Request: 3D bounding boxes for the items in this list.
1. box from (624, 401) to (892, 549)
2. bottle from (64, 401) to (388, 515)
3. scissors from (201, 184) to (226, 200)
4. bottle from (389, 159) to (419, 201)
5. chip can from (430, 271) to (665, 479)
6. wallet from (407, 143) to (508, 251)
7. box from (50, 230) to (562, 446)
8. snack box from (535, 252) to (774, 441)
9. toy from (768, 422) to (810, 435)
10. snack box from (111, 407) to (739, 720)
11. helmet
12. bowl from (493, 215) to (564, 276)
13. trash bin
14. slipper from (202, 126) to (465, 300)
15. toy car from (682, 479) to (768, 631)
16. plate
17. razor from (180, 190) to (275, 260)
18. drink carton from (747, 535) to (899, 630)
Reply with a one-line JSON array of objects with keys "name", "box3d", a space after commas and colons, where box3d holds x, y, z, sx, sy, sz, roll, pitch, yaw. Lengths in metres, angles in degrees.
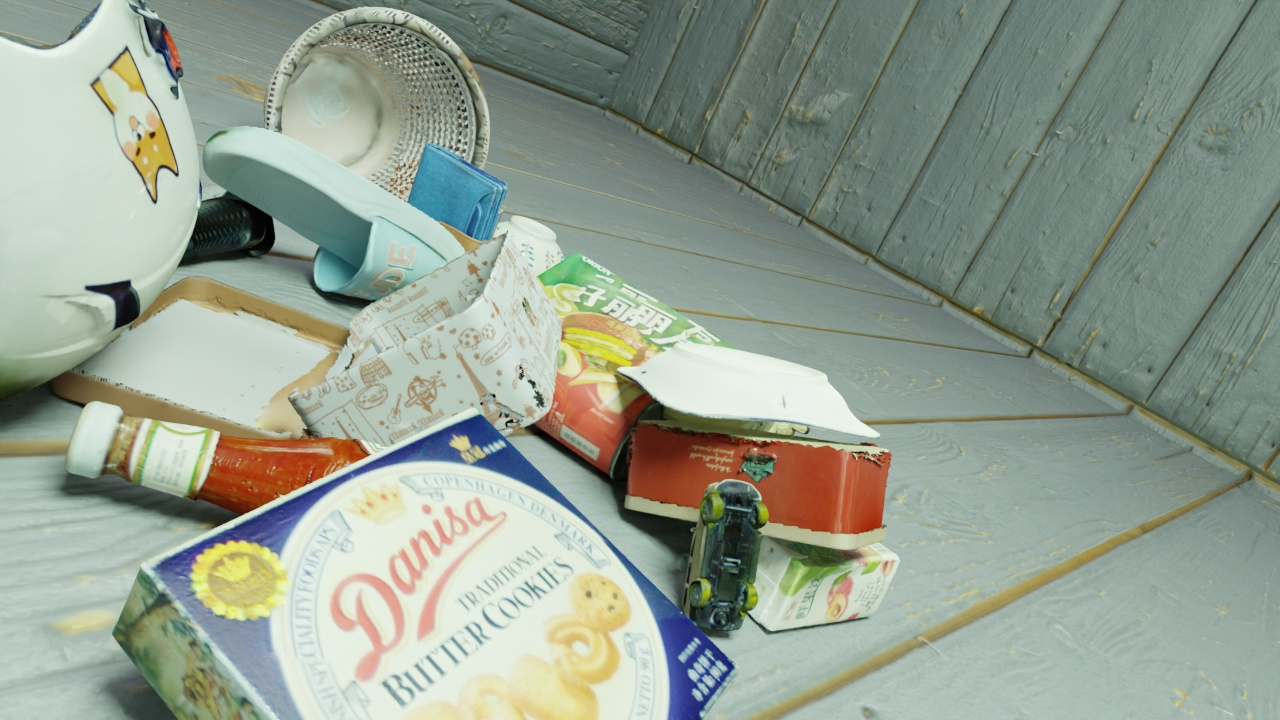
[{"name": "box", "box3d": [0.080, 0.072, 0.626, 0.169, 0.079, 0.091, 6, -1, 33]}, {"name": "bottle", "box3d": [-0.168, 0.064, 0.459, 0.206, 0.060, 0.059, 19, 19, -23]}, {"name": "scissors", "box3d": [-0.406, -0.154, 0.833, 0.135, 0.014, 0.175, 11, 23, -41]}, {"name": "bottle", "box3d": [-0.238, -0.199, 1.130, 0.067, 0.067, 0.149, 36, 13, 30]}, {"name": "chip can", "box3d": [-0.087, 0.007, 0.717, 0.217, 0.073, 0.073, 32, 19, 18]}, {"name": "wallet", "box3d": [-0.181, -0.120, 0.850, 0.106, 0.133, 0.040, 34, 23, 25]}, {"name": "box", "box3d": [-0.185, -0.001, 0.573, 0.273, 0.126, 0.178, -3, 20, 0]}, {"name": "snack box", "box3d": [-0.005, 0.005, 0.791, 0.240, 0.063, 0.114, 33, 45, 21]}, {"name": "toy", "box3d": [0.083, 0.050, 0.860, 0.157, 0.066, 0.105, 7, 25, -29]}, {"name": "snack box", "box3d": [-0.071, 0.118, 0.368, 0.182, 0.046, 0.177, 42, 31, 13]}, {"name": "helmet", "box3d": [-0.313, -0.067, 0.437, 0.273, 0.230, 0.157, -97, 164, -71]}, {"name": "bowl", "box3d": [-0.134, -0.127, 1.058, 0.113, 0.062, 0.113, 23, 19, -9]}, {"name": "trash bin", "box3d": [-0.304, -0.255, 0.980, 0.227, 0.227, 0.192, 11, 10, -38]}, {"name": "slipper", "box3d": [-0.237, -0.097, 0.740, 0.104, 0.074, 0.245, -10, -32, 40]}, {"name": "toy car", "box3d": [0.049, 0.117, 0.561, 0.042, 0.090, 0.035, 13, -6, -29]}, {"name": "plate", "box3d": [0.076, 0.015, 0.655, 0.164, 0.034, 0.163, 9, 7, -17]}, {"name": "razor", "box3d": [-0.350, -0.098, 0.703, 0.068, 0.062, 0.167, -1, 16, 18]}, {"name": "drink carton", "box3d": [0.122, 0.148, 0.632, 0.122, 0.053, 0.045, 9, 20, -43]}]
